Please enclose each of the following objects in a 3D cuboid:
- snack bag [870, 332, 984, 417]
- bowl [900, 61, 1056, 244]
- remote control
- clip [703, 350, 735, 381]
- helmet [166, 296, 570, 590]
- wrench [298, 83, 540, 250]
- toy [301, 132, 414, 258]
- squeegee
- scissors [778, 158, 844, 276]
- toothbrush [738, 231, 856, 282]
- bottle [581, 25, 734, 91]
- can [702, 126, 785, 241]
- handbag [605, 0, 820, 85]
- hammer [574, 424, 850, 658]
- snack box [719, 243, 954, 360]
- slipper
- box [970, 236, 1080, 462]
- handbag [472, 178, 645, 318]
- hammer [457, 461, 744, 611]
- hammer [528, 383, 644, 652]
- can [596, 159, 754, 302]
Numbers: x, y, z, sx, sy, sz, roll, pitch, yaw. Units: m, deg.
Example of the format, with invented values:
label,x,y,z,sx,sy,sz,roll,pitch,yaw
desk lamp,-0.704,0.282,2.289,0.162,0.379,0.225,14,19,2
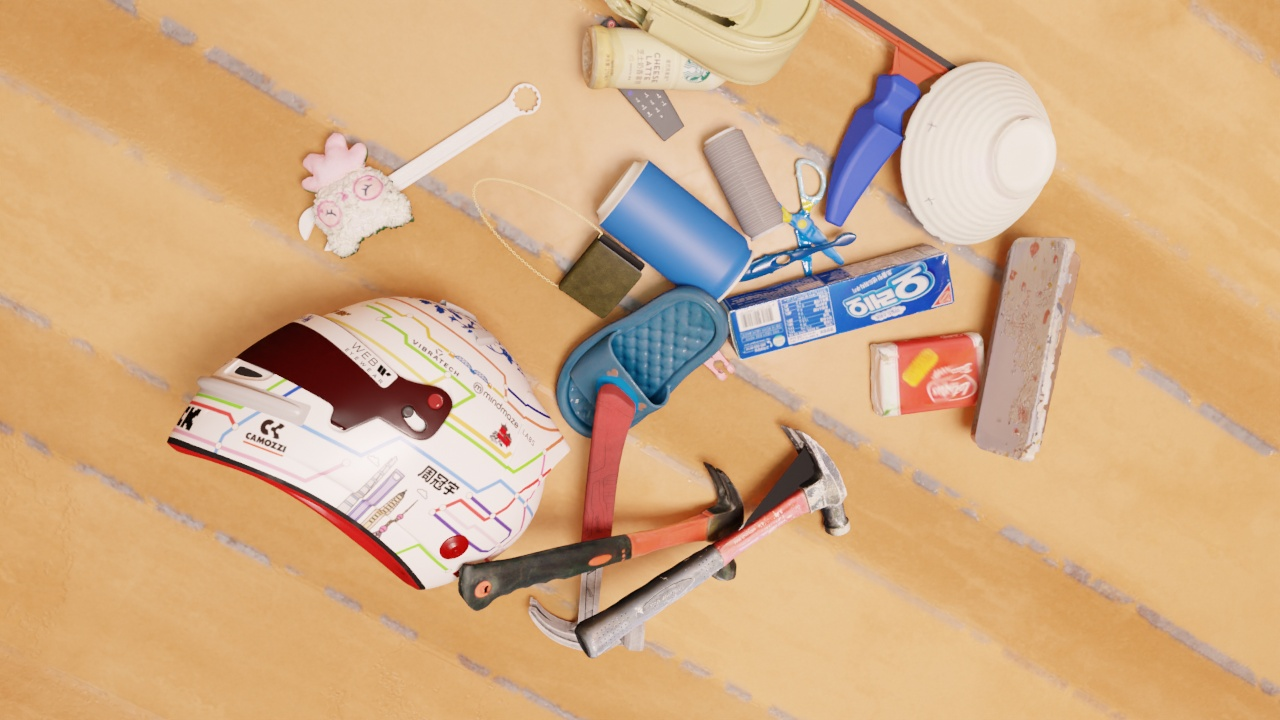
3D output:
label,x,y,z,sx,sy,sz,roll,pitch,yaw
snack bag,0.302,0.014,0.963,0.116,0.036,0.077,-7,102,-2
bowl,0.343,-0.195,0.878,0.177,0.071,0.177,-5,106,-20
remote control,-0.004,-0.272,0.894,0.039,0.010,0.125,-36,102,5
clip,0.078,-0.007,0.954,0.037,0.022,0.058,-42,107,3
helmet,-0.223,0.055,0.839,0.314,0.231,0.235,39,69,-24
wrench,-0.215,-0.191,0.900,0.273,0.009,0.047,-32,102,4
toy,-0.280,-0.161,0.878,0.096,0.041,0.109,-30,96,5
squeegee,0.228,-0.219,0.898,0.249,0.055,0.185,21,100,-25
scissors,0.172,-0.145,0.934,0.132,0.019,0.105,43,102,-11
toothbrush,0.154,-0.105,0.931,0.132,0.016,0.021,-18,109,14
bottle,0.029,-0.283,0.862,0.162,0.056,0.056,-4,103,-15
can,0.101,-0.172,0.898,0.044,0.044,0.106,-27,93,2
handbag,0.074,-0.377,0.807,0.191,0.089,0.232,11,84,-11
hammer,0.074,0.187,0.920,0.325,0.036,0.140,-28,111,-23
snack box,0.196,-0.060,0.925,0.226,0.059,0.059,-16,108,-1
slipper,-0.005,0.005,0.909,0.104,0.059,0.214,44,118,-10
box,0.397,-0.010,0.912,0.105,0.096,0.216,7,95,-31
handbag,-0.086,-0.118,0.899,0.178,0.027,0.084,35,125,-14
hammer,-0.025,0.184,0.893,0.332,0.033,0.133,-7,109,-37
hammer,-0.046,0.169,0.945,0.126,0.036,0.316,5,115,-2
can,0.033,-0.124,0.894,0.146,0.079,0.079,37,98,-10
